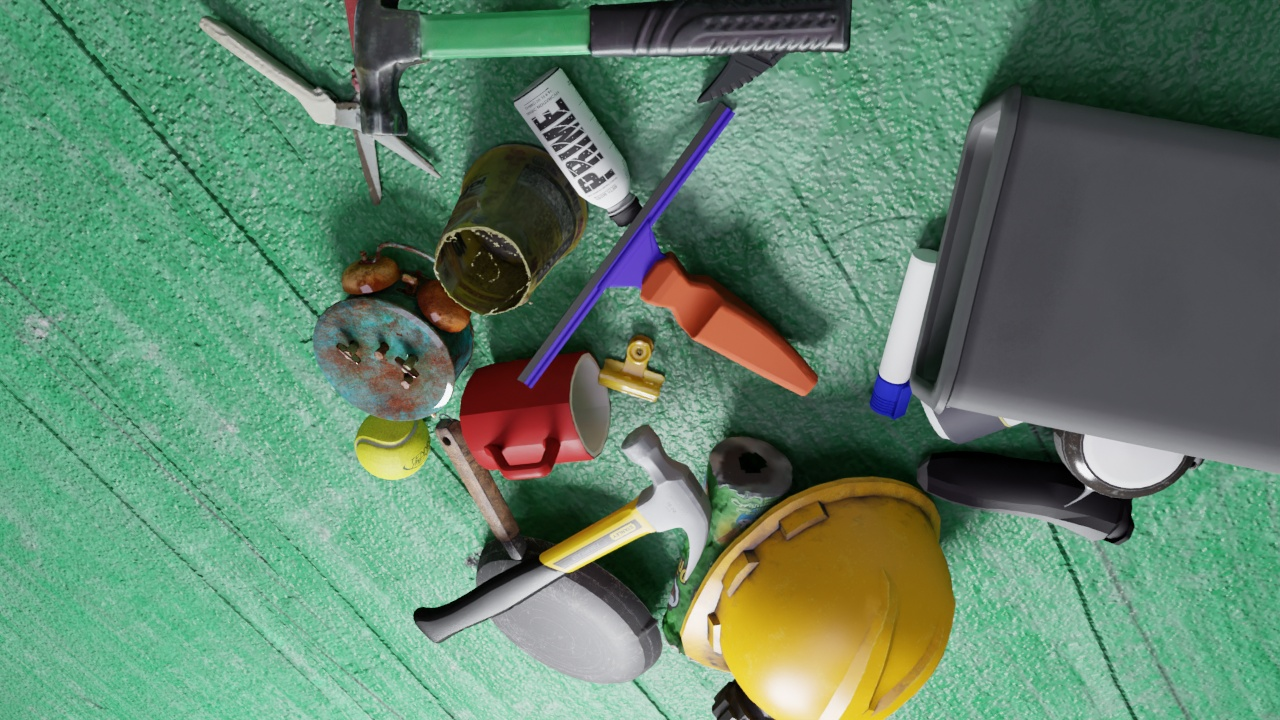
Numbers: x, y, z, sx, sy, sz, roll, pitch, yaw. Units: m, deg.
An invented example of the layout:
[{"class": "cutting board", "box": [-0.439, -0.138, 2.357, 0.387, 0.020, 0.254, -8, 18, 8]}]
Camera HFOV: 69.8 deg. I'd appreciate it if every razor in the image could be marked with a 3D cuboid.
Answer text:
[{"class": "razor", "box": [0.297, 0.100, 0.715, 0.156, 0.057, 0.060, 13, 157, 5]}]

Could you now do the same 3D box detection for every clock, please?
[{"class": "clock", "box": [-0.198, -0.023, 0.747, 0.121, 0.073, 0.158, 21, 125, 0]}, {"class": "clock", "box": [0.352, 0.051, 0.655, 0.123, 0.043, 0.091, -22, 99, 15]}]

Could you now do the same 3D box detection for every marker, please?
[{"class": "marker", "box": [0.196, -0.017, 0.674, 0.027, 0.023, 0.133, 41, 138, 39]}]

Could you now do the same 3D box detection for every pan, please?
[{"class": "pan", "box": [-0.106, 0.191, 0.852, 0.208, 0.040, 0.357, -2, 129, 35]}]

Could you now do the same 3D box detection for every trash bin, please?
[{"class": "trash bin", "box": [0.298, -0.045, 0.548, 0.220, 0.097, 0.192, 12, 98, 5]}]

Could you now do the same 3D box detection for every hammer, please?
[{"class": "hammer", "box": [-0.024, -0.302, 0.549, 0.095, 0.015, 0.325, -33, 109, 31]}, {"class": "hammer", "box": [-0.032, -0.206, 0.572, 0.319, 0.032, 0.130, 4, 100, 14]}, {"class": "hammer", "box": [-0.076, 0.176, 0.787, 0.324, 0.029, 0.127, -33, 106, 27]}]

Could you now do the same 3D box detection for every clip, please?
[{"class": "clip", "box": [-0.004, 0.005, 0.748, 0.054, 0.048, 0.046, 18, 168, 4]}]

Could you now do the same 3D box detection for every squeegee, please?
[{"class": "squeegee", "box": [0.055, -0.033, 0.684, 0.185, 0.055, 0.250, 35, 108, -10]}]

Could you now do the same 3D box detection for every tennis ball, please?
[{"class": "tennis ball", "box": [-0.221, 0.074, 0.822, 0.065, 0.065, 0.065, 7, 125, 10]}]

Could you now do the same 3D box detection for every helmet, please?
[{"class": "helmet", "box": [0.157, 0.227, 0.740, 0.205, 0.131, 0.256, 22, 118, -27]}]

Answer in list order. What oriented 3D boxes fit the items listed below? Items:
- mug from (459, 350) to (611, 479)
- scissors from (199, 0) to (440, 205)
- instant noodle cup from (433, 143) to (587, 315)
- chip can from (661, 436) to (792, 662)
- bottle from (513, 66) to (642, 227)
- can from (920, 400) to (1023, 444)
[{"class": "mug", "box": [-0.088, 0.051, 0.741, 0.097, 0.116, 0.080, -8, 126, 19]}, {"class": "scissors", "box": [-0.232, -0.208, 0.667, 0.179, 0.015, 0.199, 11, 126, 6]}, {"class": "instant noodle cup", "box": [-0.097, -0.088, 0.654, 0.102, 0.108, 0.102, 6, 124, 8]}, {"class": "chip can", "box": [0.073, 0.170, 0.804, 0.075, 0.075, 0.224, 14, 126, 5]}, {"class": "bottle", "box": [-0.039, -0.145, 0.642, 0.041, 0.041, 0.116, -26, 114, 28]}, {"class": "can", "box": [0.267, 0.011, 0.651, 0.128, 0.064, 0.064, -25, 114, 28]}]
